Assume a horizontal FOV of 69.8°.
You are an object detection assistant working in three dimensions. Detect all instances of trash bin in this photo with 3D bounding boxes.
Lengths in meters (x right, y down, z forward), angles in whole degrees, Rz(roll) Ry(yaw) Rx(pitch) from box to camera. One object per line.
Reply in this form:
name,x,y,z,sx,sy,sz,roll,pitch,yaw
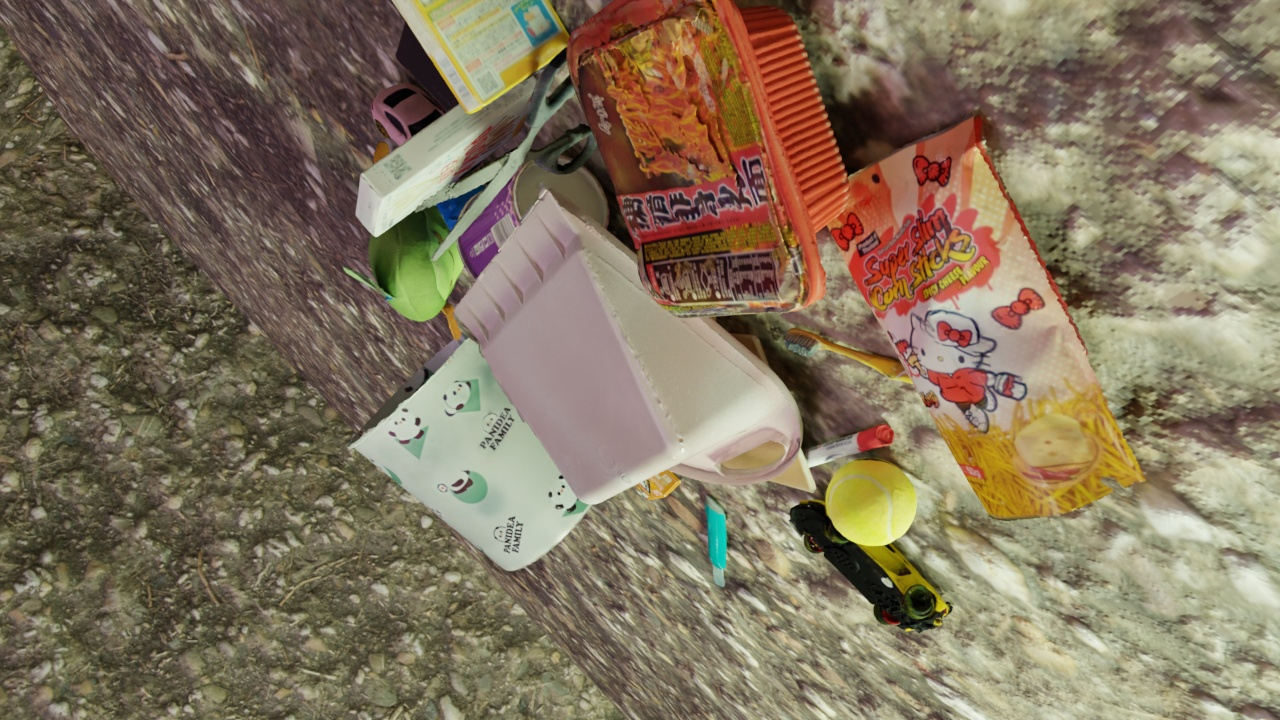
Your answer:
trash bin,-0.193,0.113,1.150,0.252,0.229,0.230,48,158,-13

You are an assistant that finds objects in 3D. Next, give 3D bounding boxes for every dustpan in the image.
dustpan,-0.004,0.004,0.741,0.223,0.138,0.273,-32,86,55

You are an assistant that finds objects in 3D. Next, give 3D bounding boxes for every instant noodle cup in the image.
instant noodle cup,-0.082,-0.110,0.747,0.111,0.111,0.099,51,147,-7
instant noodle cup,0.040,-0.121,0.514,0.165,0.079,0.189,3,119,62

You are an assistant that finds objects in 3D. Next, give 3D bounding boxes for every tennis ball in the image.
tennis ball,0.172,0.105,0.685,0.065,0.065,0.066,38,155,21

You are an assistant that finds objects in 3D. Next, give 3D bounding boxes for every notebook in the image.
notebook,0.059,0.037,0.818,0.208,0.008,0.148,7,126,56

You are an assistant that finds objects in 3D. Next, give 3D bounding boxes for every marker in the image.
marker,0.153,0.071,0.725,0.017,0.017,0.145,48,157,-1

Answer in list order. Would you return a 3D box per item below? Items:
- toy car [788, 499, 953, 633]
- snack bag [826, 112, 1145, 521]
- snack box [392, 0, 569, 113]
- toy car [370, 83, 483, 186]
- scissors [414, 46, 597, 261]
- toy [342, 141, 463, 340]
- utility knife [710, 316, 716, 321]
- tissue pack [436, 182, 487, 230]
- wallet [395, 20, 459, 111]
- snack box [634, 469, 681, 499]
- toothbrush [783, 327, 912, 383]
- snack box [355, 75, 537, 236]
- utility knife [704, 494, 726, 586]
toy car,0.194,0.172,0.781,0.156,0.041,0.071,43,156,7
snack bag,0.178,-0.019,0.495,0.208,0.073,0.129,59,156,-6
snack box,-0.116,-0.246,0.602,0.034,0.086,0.140,7,134,57
toy car,-0.195,-0.210,0.836,0.122,0.056,0.037,43,159,16
scissors,-0.084,-0.141,0.632,0.014,0.175,0.159,33,-163,25
toy,-0.227,-0.119,0.942,0.246,0.090,0.227,-102,-8,-58
utility knife,0.049,-0.003,0.762,0.031,0.018,0.165,45,150,32
tissue pack,-0.153,-0.130,0.864,0.157,0.052,0.095,54,172,50
wallet,-0.162,-0.249,0.766,0.096,0.020,0.122,51,159,-7
snack box,0.000,0.118,1.016,0.075,0.026,0.154,46,169,3
toothbrush,0.169,0.011,0.599,0.191,0.018,0.016,24,149,43
snack box,-0.149,-0.161,0.705,0.027,0.156,0.085,49,158,-3
utility knife,0.089,0.215,1.068,0.029,0.013,0.206,32,150,28
